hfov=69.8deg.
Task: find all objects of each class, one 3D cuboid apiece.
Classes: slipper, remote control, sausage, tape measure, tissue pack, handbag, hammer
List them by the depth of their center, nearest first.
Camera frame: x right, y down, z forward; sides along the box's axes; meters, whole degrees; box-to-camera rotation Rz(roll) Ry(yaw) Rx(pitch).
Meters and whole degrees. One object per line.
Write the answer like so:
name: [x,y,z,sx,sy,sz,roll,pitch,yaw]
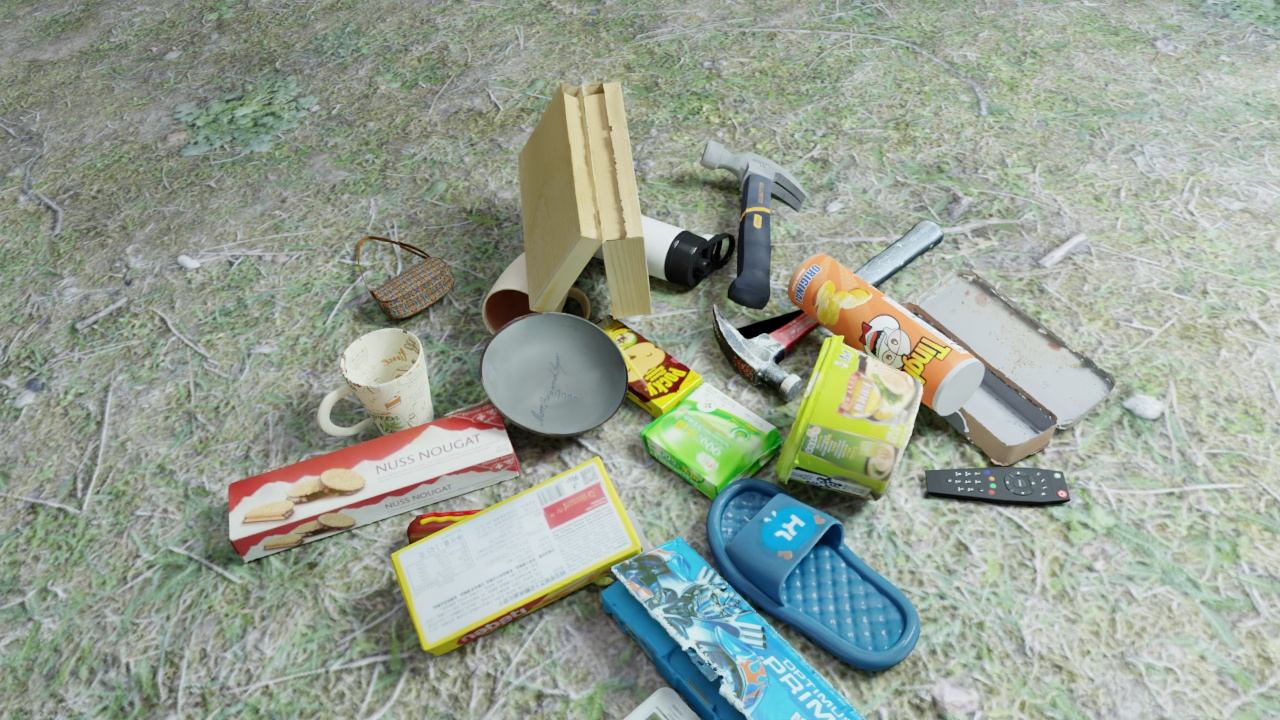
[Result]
remote control: [-0.013,0.307,0.695,0.133,0.022,0.050,-33,51,-24]
slipper: [0.140,0.176,0.781,0.103,0.059,0.214,-35,53,-22]
tape measure: [-0.024,0.172,0.833,0.065,0.017,0.064,-17,46,-10]
sausage: [-0.139,0.154,0.849,0.155,0.040,0.040,-5,45,2]
remote control: [0.328,0.116,0.850,0.125,0.010,0.039,1,46,8]
tissue pack: [0.071,0.078,0.903,0.099,0.034,0.114,-38,51,-25]
hammer: [0.223,-0.079,1.039,0.325,0.036,0.140,-34,53,-25]
hammer: [0.128,-0.161,1.083,0.139,0.035,0.311,19,39,-5]
handbag: [-0.307,-0.110,1.141,0.093,0.043,0.196,-35,43,-20]

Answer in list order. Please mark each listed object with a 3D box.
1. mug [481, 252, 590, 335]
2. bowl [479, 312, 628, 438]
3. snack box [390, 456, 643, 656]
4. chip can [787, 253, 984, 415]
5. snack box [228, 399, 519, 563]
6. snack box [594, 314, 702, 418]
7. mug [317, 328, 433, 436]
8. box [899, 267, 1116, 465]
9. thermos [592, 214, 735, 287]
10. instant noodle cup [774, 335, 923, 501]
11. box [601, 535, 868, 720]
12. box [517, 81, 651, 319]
mug: [-0.110,-0.071,1.047,0.111,0.085,0.104,28,43,-6]
bowl: [-0.090,0.025,0.945,0.150,0.057,0.150,4,55,-7]
snack box: [-0.106,0.169,0.795,0.200,0.042,0.092,-25,66,-7]
chip can: [0.239,-0.031,0.917,0.062,0.062,0.210,-28,48,-20]
snack box: [-0.260,0.115,0.898,0.272,0.044,0.076,-17,46,-9]
snack box: [-0.006,0.006,0.987,0.061,0.026,0.149,-37,52,-25]
mug: [-0.269,0.039,0.935,0.121,0.097,0.081,-30,50,-22]
box: [0.347,-0.001,0.934,0.157,0.063,0.216,-35,50,-7]
thermos: [-0.009,-0.155,1.122,0.230,0.069,0.101,22,39,24]
instant noodle cup: [0.191,0.059,0.838,0.098,0.146,0.145,21,51,10]
box: [0.075,0.237,0.723,0.090,0.066,0.243,-32,50,-24]
box: [-0.058,-0.180,1.009,0.148,0.141,0.248,-2,52,-10]
